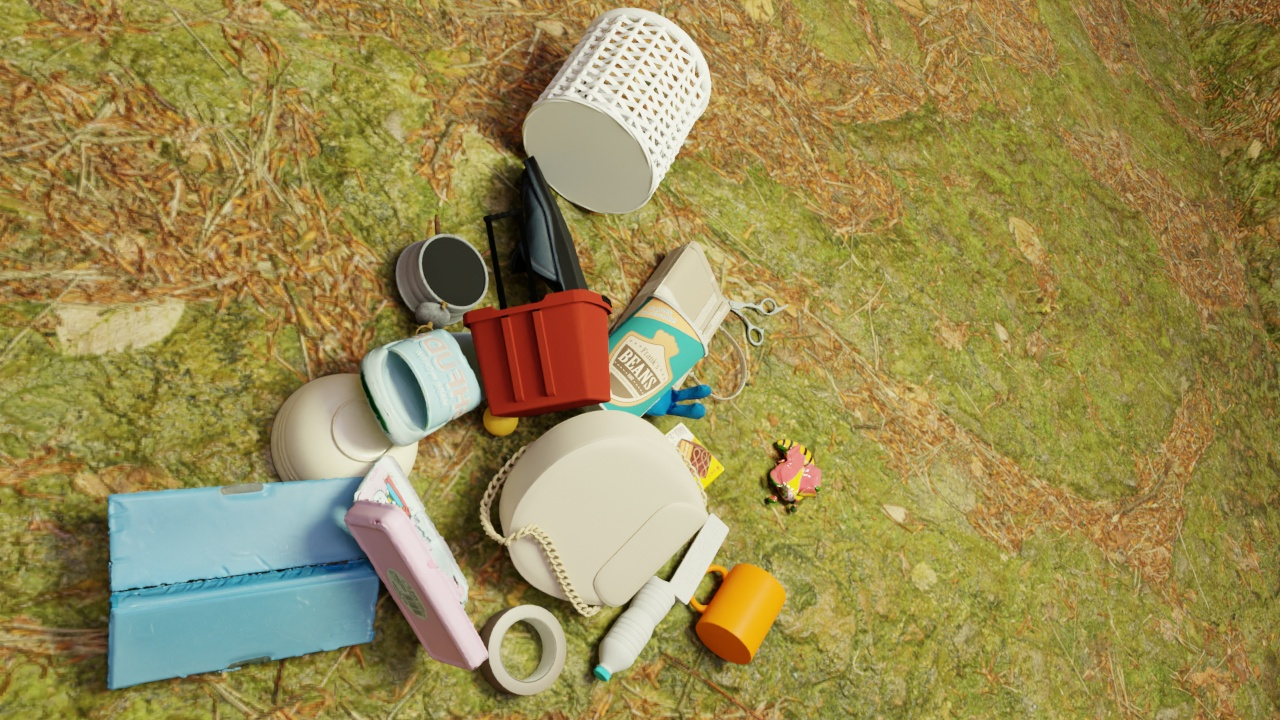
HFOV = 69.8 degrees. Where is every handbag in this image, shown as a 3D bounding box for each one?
[{"bbox_3d":[0.077,-0.029,1.245,0.198,0.062,0.175,47,56,-19],"label":"handbag"},{"bbox_3d":[-0.042,0.167,1.005,0.211,0.103,0.208,-47,120,8],"label":"handbag"}]

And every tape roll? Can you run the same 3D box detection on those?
[{"bbox_3d":[-0.129,0.315,1.000,0.093,0.030,0.093,12,68,-31],"label":"tape roll"}]

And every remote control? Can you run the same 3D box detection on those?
[{"bbox_3d":[0.073,0.250,1.162,0.033,0.012,0.130,43,49,-6],"label":"remote control"}]

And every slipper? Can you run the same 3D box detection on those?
[{"bbox_3d":[-0.206,0.013,0.973,0.104,0.074,0.244,62,24,0],"label":"slipper"},{"bbox_3d":[-0.123,-0.132,1.116,0.083,0.109,0.265,-20,65,5],"label":"slipper"}]

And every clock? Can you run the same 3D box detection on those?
[{"bbox_3d":[-0.230,-0.083,1.052,0.104,0.056,0.147,32,54,-32],"label":"clock"}]

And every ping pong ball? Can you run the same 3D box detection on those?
[{"bbox_3d":[-0.161,0.067,1.057,0.040,0.040,0.040,12,68,-31],"label":"ping pong ball"}]

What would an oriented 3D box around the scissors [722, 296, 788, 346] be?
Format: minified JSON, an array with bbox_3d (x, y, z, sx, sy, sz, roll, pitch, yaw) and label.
[{"bbox_3d":[0.142,-0.087,1.329,0.153,0.014,0.130,50,63,-13],"label":"scissors"}]

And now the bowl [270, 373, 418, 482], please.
[{"bbox_3d":[-0.293,0.078,0.943,0.150,0.076,0.150,11,68,-30],"label":"bowl"}]

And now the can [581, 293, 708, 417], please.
[{"bbox_3d":[-0.006,0.006,1.074,0.143,0.099,0.099,-43,101,-14],"label":"can"}]

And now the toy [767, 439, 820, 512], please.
[{"bbox_3d":[0.215,0.157,1.281,0.084,0.046,0.103,19,59,-13],"label":"toy"}]

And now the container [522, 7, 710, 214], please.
[{"bbox_3d":[-0.029,-0.320,1.186,0.189,0.190,0.186,38,58,-18],"label":"container"}]

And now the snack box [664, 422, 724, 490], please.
[{"bbox_3d":[0.034,0.145,1.139,0.083,0.061,0.105,47,53,9],"label":"snack box"}]

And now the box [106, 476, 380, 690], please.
[{"bbox_3d":[-0.356,0.200,0.838,0.231,0.060,0.175,-2,97,-33],"label":"box"}]

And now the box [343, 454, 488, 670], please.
[{"bbox_3d":[-0.206,0.195,0.903,0.101,0.111,0.201,-49,128,-42],"label":"box"}]

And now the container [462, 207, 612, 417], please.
[{"bbox_3d":[-0.109,-0.047,0.977,0.127,0.148,0.200,16,64,-75],"label":"container"}]

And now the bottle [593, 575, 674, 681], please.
[{"bbox_3d":[-0.009,0.315,1.073,0.044,0.044,0.135,49,54,-10],"label":"bottle"}]

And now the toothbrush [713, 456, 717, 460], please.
[{"bbox_3d":[0.054,0.163,1.188,0.134,0.016,0.021,-35,95,-35],"label":"toothbrush"}]

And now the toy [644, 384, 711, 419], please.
[{"bbox_3d":[-0.001,0.030,1.156,0.176,0.071,0.112,15,67,-7],"label":"toy"}]

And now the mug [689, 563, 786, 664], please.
[{"bbox_3d":[0.111,0.306,1.147,0.112,0.078,0.095,32,54,12],"label":"mug"}]
